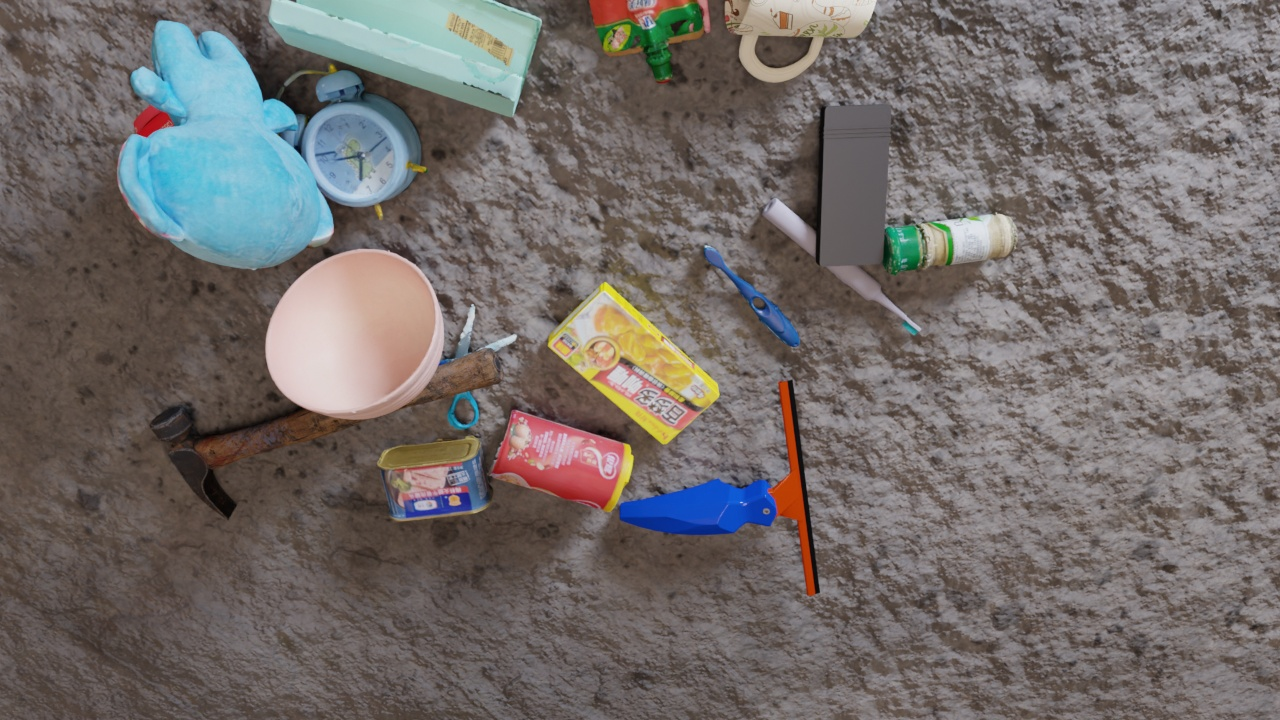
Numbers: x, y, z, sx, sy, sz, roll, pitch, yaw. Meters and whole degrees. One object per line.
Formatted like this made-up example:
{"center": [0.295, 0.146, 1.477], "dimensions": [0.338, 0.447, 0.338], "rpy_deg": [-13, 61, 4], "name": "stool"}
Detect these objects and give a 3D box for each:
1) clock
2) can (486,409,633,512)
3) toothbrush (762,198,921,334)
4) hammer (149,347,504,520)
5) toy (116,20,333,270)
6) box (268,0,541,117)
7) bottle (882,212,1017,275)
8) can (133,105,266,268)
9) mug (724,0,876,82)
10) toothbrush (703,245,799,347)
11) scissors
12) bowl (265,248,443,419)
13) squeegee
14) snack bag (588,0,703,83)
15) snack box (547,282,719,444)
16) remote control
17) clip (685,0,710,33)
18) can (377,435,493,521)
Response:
{"center": [-0.236, -0.178, 0.739], "dimensions": [0.089, 0.051, 0.124], "rpy_deg": [-41, 106, 16], "name": "clock"}
{"center": [-0.075, 0.094, 0.863], "dimensions": [0.124, 0.066, 0.067], "rpy_deg": [18, 113, -10], "name": "can"}
{"center": [0.183, -0.080, 0.815], "dimensions": [0.188, 0.018, 0.019], "rpy_deg": [36, 107, -17], "name": "toothbrush"}
{"center": [-0.280, 0.057, 0.852], "dimensions": [0.331, 0.033, 0.120], "rpy_deg": [-17, 118, 10], "name": "hammer"}
{"center": [-0.304, -0.146, 0.649], "dimensions": [0.115, 0.183, 0.180], "rpy_deg": [-24, 85, 25], "name": "toy"}
{"center": [-0.173, -0.262, 0.703], "dimensions": [0.188, 0.077, 0.091], "rpy_deg": [16, 90, -9], "name": "box"}
{"center": [0.266, -0.101, 0.795], "dimensions": [0.110, 0.042, 0.043], "rpy_deg": [-8, 115, 1], "name": "bottle"}
{"center": [-0.329, -0.148, 0.737], "dimensions": [0.074, 0.074, 0.142], "rpy_deg": [-33, 112, 13], "name": "can"}
{"center": [0.118, -0.267, 0.705], "dimensions": [0.097, 0.081, 0.122], "rpy_deg": [5, 136, -12], "name": "mug"}
{"center": [0.101, -0.057, 0.827], "dimensions": [0.021, 0.016, 0.132], "rpy_deg": [-40, 113, 16], "name": "toothbrush"}
{"center": [-0.178, 0.003, 0.846], "dimensions": [0.117, 0.014, 0.130], "rpy_deg": [17, 114, -8], "name": "scissors"}
{"center": [-0.232, -0.013, 0.785], "dimensions": [0.153, 0.152, 0.076], "rpy_deg": [-15, 156, 5], "name": "bowl"}
{"center": [0.070, 0.144, 0.899], "dimensions": [0.185, 0.055, 0.250], "rpy_deg": [-6, 116, 13], "name": "squeegee"}
{"center": [-0.001, -0.290, 0.702], "dimensions": [0.087, 0.044, 0.155], "rpy_deg": [-5, 121, 21], "name": "snack bag"}
{"center": [-0.005, 0.005, 0.846], "dimensions": [0.152, 0.025, 0.075], "rpy_deg": [41, 107, -18], "name": "snack box"}
{"center": [0.179, -0.147, 0.775], "dimensions": [0.058, 0.013, 0.133], "rpy_deg": [-2, 108, -6], "name": "remote control"}
{"center": [0.037, -0.284, 0.714], "dimensions": [0.043, 0.023, 0.060], "rpy_deg": [9, 113, -1], "name": "clip"}
{"center": [-0.195, 0.112, 0.876], "dimensions": [0.100, 0.054, 0.059], "rpy_deg": [-6, 113, 1], "name": "can"}
